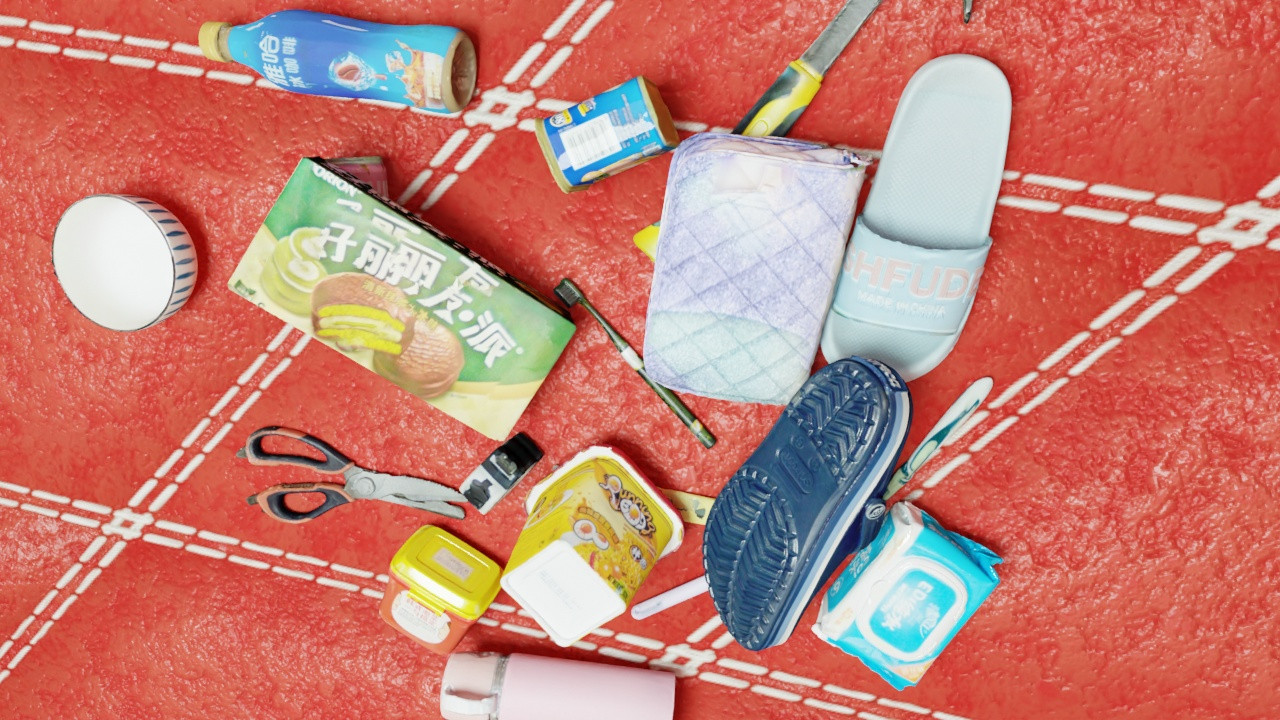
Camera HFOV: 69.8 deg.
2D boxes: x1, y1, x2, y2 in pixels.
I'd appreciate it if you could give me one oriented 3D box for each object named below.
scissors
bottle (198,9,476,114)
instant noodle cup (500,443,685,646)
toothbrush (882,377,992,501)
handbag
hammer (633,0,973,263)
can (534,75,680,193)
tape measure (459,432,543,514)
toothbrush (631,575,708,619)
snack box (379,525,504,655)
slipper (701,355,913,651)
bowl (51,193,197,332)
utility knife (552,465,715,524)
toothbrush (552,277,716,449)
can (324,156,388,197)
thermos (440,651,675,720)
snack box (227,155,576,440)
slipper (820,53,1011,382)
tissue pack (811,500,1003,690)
[{"bbox_3d":[-0.265,0.123,0.837,0.197,0.015,0.205,-42,92,16],"label":"scissors"},{"bbox_3d":[-0.240,-0.239,0.720,0.219,0.065,0.065,11,105,10],"label":"bottle"},{"bbox_3d":[-0.042,0.148,0.729,0.116,0.123,0.116,-38,99,28],"label":"instant noodle cup"},{"bbox_3d":[0.213,0.088,0.728,0.016,0.018,0.192,37,108,2],"label":"toothbrush"},{"bbox_3d":[0.077,-0.067,0.668,0.134,0.075,0.194,9,121,-3],"label":"handbag"},{"bbox_3d":[0.112,-0.194,0.672,0.126,0.031,0.324,42,109,6],"label":"hammer"},{"bbox_3d":[-0.021,-0.166,0.674,0.083,0.102,0.057,-21,98,13],"label":"can"},{"bbox_3d":[-0.120,0.097,0.774,0.033,0.065,0.066,45,105,3],"label":"tape measure"},{"bbox_3d":[0.073,0.182,0.780,0.189,0.021,0.029,-27,59,18],"label":"toothbrush"},{"bbox_3d":[-0.179,0.205,0.807,0.091,0.081,0.080,32,117,3],"label":"snack box"},{"bbox_3d":[0.132,0.107,0.703,0.095,0.105,0.253,5,120,-34],"label":"slipper"},{"bbox_3d":[-0.434,-0.088,0.795,0.116,0.066,0.116,3,105,10],"label":"bowl"},{"bbox_3d":[0.020,0.118,0.780,0.198,0.021,0.031,8,111,5],"label":"utility knife"},{"bbox_3d":[-0.004,0.004,0.754,0.186,0.017,0.012,47,146,-2],"label":"toothbrush"},{"bbox_3d":[-0.233,-0.092,0.756,0.058,0.057,0.147,1,103,11],"label":"can"},{"bbox_3d":[-0.070,0.292,0.786,0.198,0.087,0.067,8,86,0],"label":"thermos"},{"bbox_3d":[-0.178,-0.046,0.712,0.240,0.063,0.114,33,96,-15],"label":"snack box"},{"bbox_3d":[0.204,-0.094,0.658,0.104,0.074,0.246,15,104,7],"label":"slipper"},{"bbox_3d":[0.211,0.187,0.728,0.090,0.063,0.140,33,107,2],"label":"tissue pack"}]
